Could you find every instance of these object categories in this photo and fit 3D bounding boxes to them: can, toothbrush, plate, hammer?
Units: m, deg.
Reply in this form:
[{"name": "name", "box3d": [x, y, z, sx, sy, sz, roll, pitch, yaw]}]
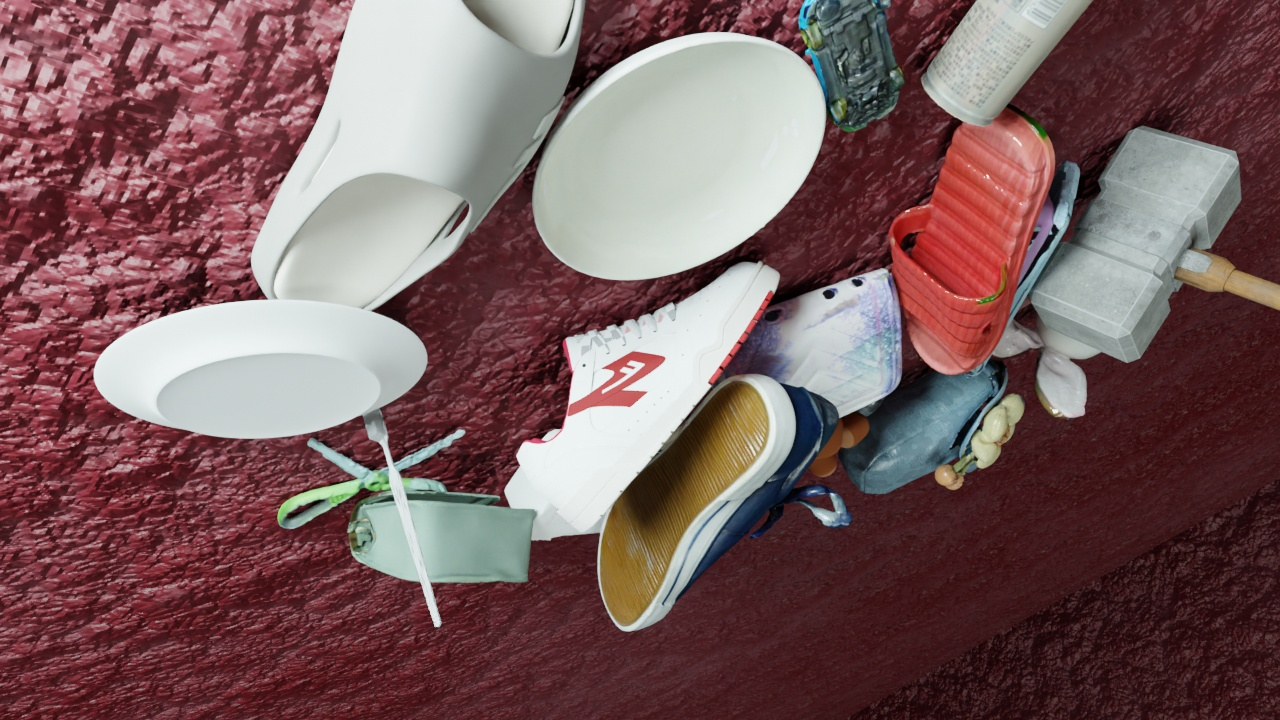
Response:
[{"name": "can", "box3d": [0.226, -0.206, 0.534, 0.054, 0.054, 0.136, -2, 142, -31]}, {"name": "toothbrush", "box3d": [-0.161, 0.097, 0.612, 0.010, 0.181, 0.010, -40, 142, 16]}, {"name": "plate", "box3d": [0.020, -0.121, 0.544, 0.182, 0.034, 0.183, -17, 148, -11]}, {"name": "hammer", "box3d": [0.473, -0.041, 0.661, 0.083, 0.318, 0.163, 27, 95, -52]}, {"name": "plate", "box3d": [-0.226, 0.016, 0.565, 0.188, 0.016, 0.189, -11, 157, -5]}]

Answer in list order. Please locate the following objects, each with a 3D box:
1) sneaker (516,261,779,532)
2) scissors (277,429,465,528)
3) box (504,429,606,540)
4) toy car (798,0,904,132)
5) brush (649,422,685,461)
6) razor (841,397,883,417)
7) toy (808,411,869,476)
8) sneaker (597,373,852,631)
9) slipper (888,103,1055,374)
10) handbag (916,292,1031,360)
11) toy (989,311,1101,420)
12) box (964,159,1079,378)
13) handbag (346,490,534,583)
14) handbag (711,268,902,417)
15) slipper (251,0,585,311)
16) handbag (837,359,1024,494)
[{"name": "sneaker", "box3d": [-0.003, 0.005, 0.674, 0.237, 0.104, 0.090, -51, 176, 5]}, {"name": "scissors", "box3d": [-0.213, 0.095, 0.739, 0.171, 0.021, 0.172, -25, 145, 8]}, {"name": "box", "box3d": [-0.060, 0.094, 0.818, 0.107, 0.091, 0.103, 3, 134, -46]}, {"name": "toy car", "box3d": [0.120, -0.178, 0.526, 0.048, 0.032, 0.105, -28, 143, 8]}, {"name": "brush", "box3d": [0.020, 0.083, 0.873, 0.151, 0.012, 0.039, -39, 146, 21]}, {"name": "razor", "box3d": [0.194, 0.057, 0.914, 0.063, 0.053, 0.141, -14, 151, -28]}, {"name": "toy", "box3d": [0.145, 0.067, 0.868, 0.128, 0.095, 0.065, -19, -160, 49]}, {"name": "sneaker", "box3d": [0.069, 0.128, 0.768, 0.127, 0.120, 0.295, 4, 134, -38]}, {"name": "slipper", "box3d": [0.234, -0.076, 0.691, 0.059, 0.103, 0.249, -29, 144, -19]}, {"name": "handbag", "box3d": [0.312, -0.036, 0.880, 0.055, 0.029, 0.120, 10, 140, -37]}, {"name": "toy", "box3d": [0.435, -0.060, 0.883, 0.206, 0.131, 0.105, -54, 170, 27]}, {"name": "box", "box3d": [0.293, -0.069, 0.752, 0.065, 0.077, 0.215, 8, 146, 4]}, {"name": "handbag", "box3d": [-0.159, 0.141, 0.748, 0.106, 0.067, 0.121, -2, 169, 43]}, {"name": "handbag", "box3d": [0.136, -0.007, 0.770, 0.158, 0.069, 0.127, -22, 136, -4]}, {"name": "slipper", "box3d": [-0.112, -0.092, 0.457, 0.112, 0.080, 0.267, 15, 132, -42]}, {"name": "handbag", "box3d": [0.306, 0.079, 0.956, 0.192, 0.118, 0.122, -28, 149, -5]}]
